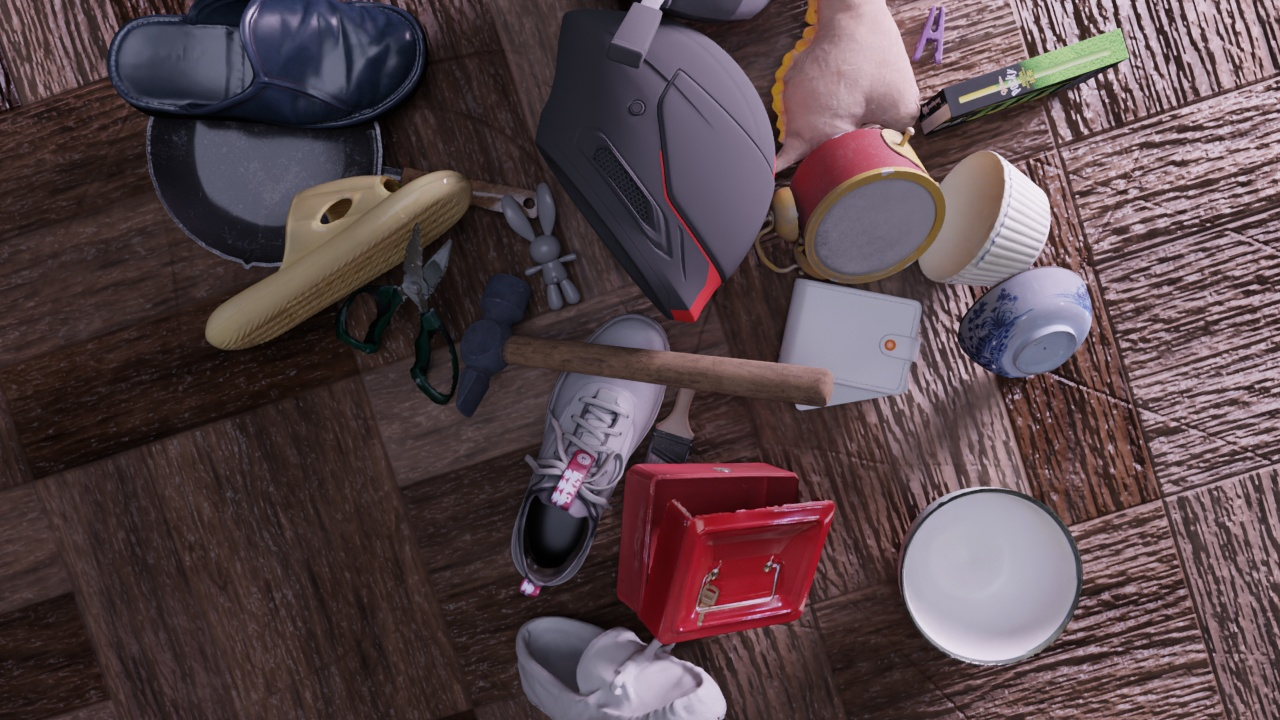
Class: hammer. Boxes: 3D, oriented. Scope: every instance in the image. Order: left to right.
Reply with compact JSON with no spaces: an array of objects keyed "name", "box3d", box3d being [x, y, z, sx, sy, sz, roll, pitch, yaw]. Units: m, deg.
[{"name":"hammer","box3d":[-0.004,0.004,0.750,0.322,0.040,0.129,7,65,22]}]

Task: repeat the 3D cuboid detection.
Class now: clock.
[{"name":"clock","box3d":[0.171,-0.128,0.781,0.159,0.081,0.117,-29,136,18]}]

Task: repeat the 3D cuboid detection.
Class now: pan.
[{"name":"pan","box3d":[-0.256,-0.171,0.828,0.357,0.040,0.207,11,94,-6]},{"name":"pan","box3d":[0.013,-0.272,0.679,0.178,0.356,0.041,17,125,-3]}]

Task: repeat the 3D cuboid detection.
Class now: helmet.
[{"name":"helmet","box3d":[0.018,-0.178,0.751,0.170,0.164,0.264,-38,83,-1]}]

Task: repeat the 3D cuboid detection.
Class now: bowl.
[{"name":"bowl","box3d":[0.298,0.183,0.809,0.153,0.073,0.153,0,93,1]},{"name":"bowl","box3d":[0.296,-0.113,0.778,0.062,0.115,0.115,17,94,-14]},{"name":"bowl","box3d":[0.332,-0.021,0.776,0.114,0.045,0.114,-7,137,-7]}]

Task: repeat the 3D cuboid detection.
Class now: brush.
[{"name":"brush","box3d":[0.030,0.069,0.843,0.039,0.012,0.151,18,94,1]}]

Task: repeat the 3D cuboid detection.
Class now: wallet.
[{"name":"wallet","box3d":[0.185,-0.006,0.821,0.118,0.037,0.115,12,94,5]}]

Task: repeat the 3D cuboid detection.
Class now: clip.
[{"name":"clip","box3d":[0.253,-0.286,0.814,0.042,0.014,0.052,-14,96,5]}]

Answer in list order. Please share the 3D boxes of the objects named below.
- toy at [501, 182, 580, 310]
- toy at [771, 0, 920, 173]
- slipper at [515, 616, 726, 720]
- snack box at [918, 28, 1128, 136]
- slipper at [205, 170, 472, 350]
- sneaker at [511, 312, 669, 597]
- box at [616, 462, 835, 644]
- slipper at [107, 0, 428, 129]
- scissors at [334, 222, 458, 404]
[{"name":"toy","box3d":[-0.085,-0.099,0.821,0.049,0.030,0.112,-19,109,3]},{"name":"toy","box3d":[0.145,-0.306,0.792,0.196,0.065,0.264,-23,91,-2]},{"name":"slipper","box3d":[-0.025,0.260,0.757,0.112,0.247,0.074,-38,110,-32]},{"name":"snack box","box3d":[0.320,-0.234,0.780,0.147,0.080,0.025,-18,92,3]},{"name":"slipper","box3d":[-0.262,-0.100,0.772,0.262,0.111,0.079,-32,85,8]},{"name":"sneaker","box3d":[-0.048,0.080,0.789,0.097,0.128,0.263,23,91,-2]},{"name":"box","box3d":[0.065,0.156,0.782,0.157,0.112,0.135,3,106,-32]},{"name":"slipper","box3d":[-0.313,-0.252,0.759,0.265,0.083,0.109,-3,92,-5]},{"name":"scissors","box3d":[-0.182,-0.032,0.787,0.142,0.015,0.210,44,136,-8]}]
